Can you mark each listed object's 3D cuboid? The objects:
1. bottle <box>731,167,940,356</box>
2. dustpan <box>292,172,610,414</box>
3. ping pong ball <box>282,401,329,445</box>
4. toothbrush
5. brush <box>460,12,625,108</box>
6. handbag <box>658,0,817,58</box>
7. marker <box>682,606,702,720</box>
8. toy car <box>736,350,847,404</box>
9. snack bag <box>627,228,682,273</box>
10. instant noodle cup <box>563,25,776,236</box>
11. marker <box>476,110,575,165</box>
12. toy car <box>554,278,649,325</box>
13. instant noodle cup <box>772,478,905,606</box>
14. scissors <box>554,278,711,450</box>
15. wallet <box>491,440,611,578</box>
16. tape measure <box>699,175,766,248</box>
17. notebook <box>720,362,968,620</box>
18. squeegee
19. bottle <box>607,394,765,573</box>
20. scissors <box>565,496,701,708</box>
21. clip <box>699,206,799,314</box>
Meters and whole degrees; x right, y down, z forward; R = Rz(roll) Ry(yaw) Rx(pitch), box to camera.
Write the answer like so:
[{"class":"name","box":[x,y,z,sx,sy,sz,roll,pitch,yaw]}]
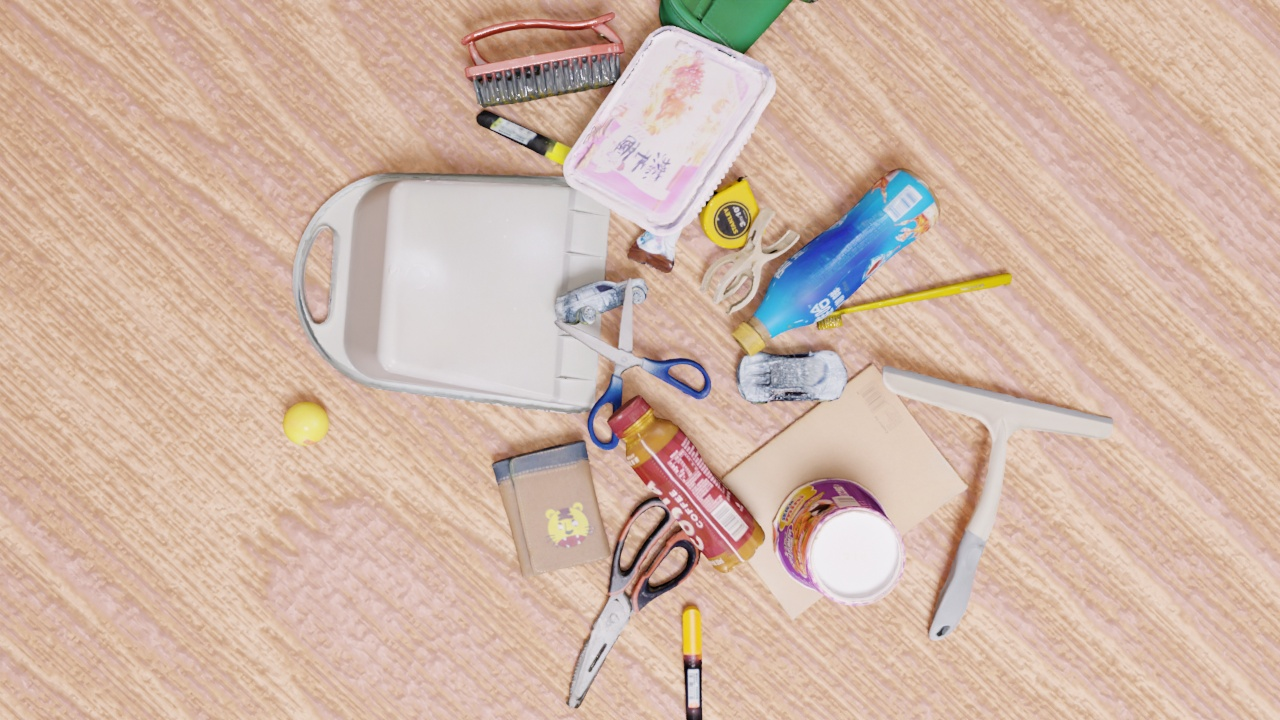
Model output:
[{"class":"bottle","box":[0.175,-0.084,0.844,0.218,0.065,0.065,-41,91,0]},{"class":"dustpan","box":[-0.180,-0.071,0.863,0.257,0.143,0.222,5,90,-31]},{"class":"ping pong ball","box":[-0.308,0.058,0.845,0.040,0.040,0.040,0,90,-2]},{"class":"toothbrush","box":[0.259,-0.056,0.871,0.190,0.015,0.016,-12,95,-1]},{"class":"brush","box":[-0.087,-0.276,0.836,0.146,0.063,0.069,-11,104,-3]},{"class":"handbag","box":[0.088,-0.336,0.843,0.120,0.068,0.131,43,88,-9]},{"class":"marker","box":[0.050,0.294,0.870,0.018,0.015,0.124,-2,93,0]},{"class":"toy car","box":[0.143,0.015,0.858,0.105,0.031,0.049,-2,83,-2]},{"class":"snack bag","box":[0.027,-0.135,0.859,0.045,0.026,0.105,23,91,-3]},{"class":"instant noodle cup","box":[0.031,-0.198,0.822,0.138,0.060,0.173,33,90,25]},{"class":"marker","box":[-0.098,-0.204,0.862,0.124,0.015,0.018,25,95,1]},{"class":"toy car","box":[-0.036,-0.056,0.838,0.090,0.043,0.034,-21,96,-21]},{"class":"instant noodle cup","box":[0.181,0.166,0.818,0.111,0.099,0.111,0,92,-1]},{"class":"scissors","box":[-0.008,0.008,0.838,0.162,0.012,0.176,7,113,-19]},{"class":"wallet","box":[-0.083,0.138,0.857,0.090,0.033,0.115,-13,94,-2]},{"class":"tape measure","box":[0.084,-0.135,0.857,0.057,0.029,0.060,-27,111,0]},{"class":"notebook","box":[0.183,0.124,0.873,0.211,0.012,0.149,-37,90,-1]},{"class":"squeegee","box":[0.311,0.150,0.852,0.246,0.039,0.246,13,96,-12]},{"class":"bottle","box":[0.039,0.109,0.831,0.057,0.057,0.175,-39,95,-1]},{"class":"scissors","box":[-0.004,0.237,0.867,0.177,0.015,0.210,-7,91,-2]},{"class":"clip","box":[0.100,-0.091,0.847,0.076,0.035,0.101,33,98,-35]}]
